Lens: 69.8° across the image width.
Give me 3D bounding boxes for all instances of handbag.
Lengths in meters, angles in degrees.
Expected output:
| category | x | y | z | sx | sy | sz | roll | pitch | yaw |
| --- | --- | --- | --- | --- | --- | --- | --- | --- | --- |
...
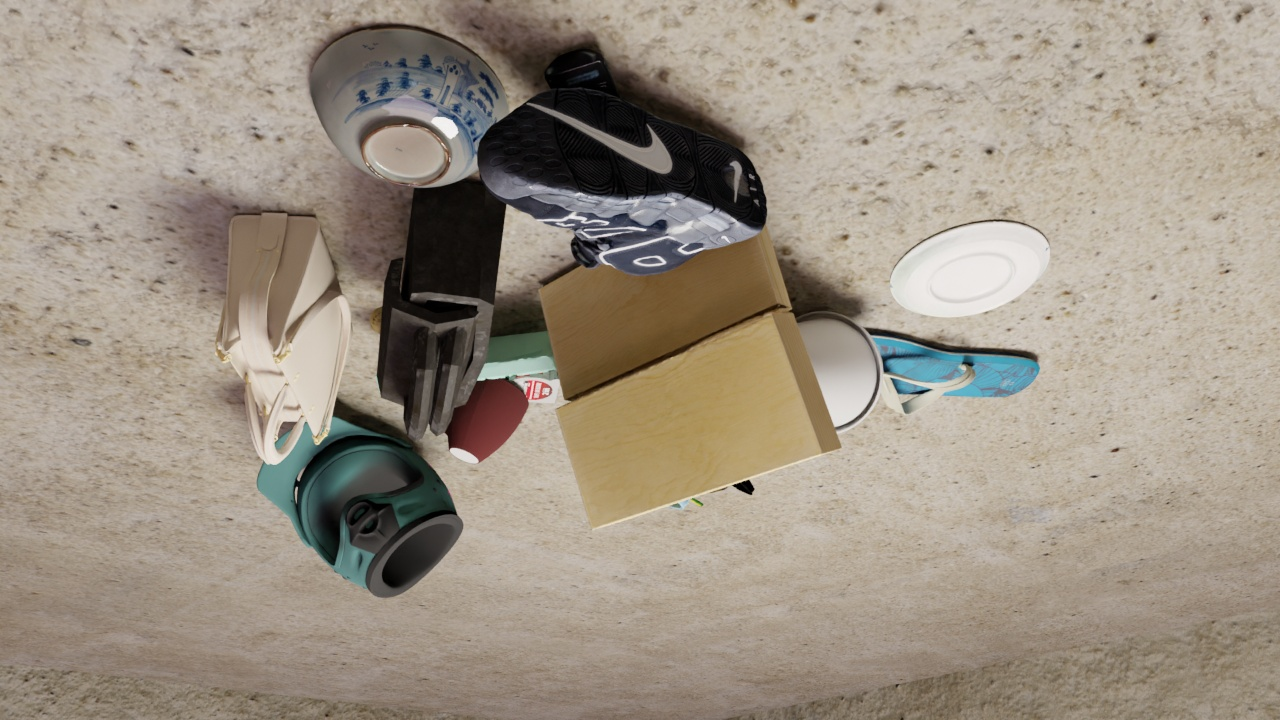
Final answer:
| category | x | y | z | sx | sy | sz | roll | pitch | yaw |
| --- | --- | --- | --- | --- | --- | --- | --- | --- | --- |
| handbag | -0.187 | -0.025 | 0.813 | 0.102 | 0.199 | 0.198 | 7 | 147 | -15 |
| handbag | -0.329 | -0.002 | 0.841 | 0.101 | 0.197 | 0.195 | 1 | 150 | -6 |

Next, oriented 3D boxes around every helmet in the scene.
| category | x | y | z | sx | sy | sz | roll | pitch | yaw |
| --- | --- | --- | --- | --- | --- | --- | --- | --- | --- |
| helmet | -0.346 | 0.174 | 1.139 | 0.176 | 0.200 | 0.275 | -46 | 167 | -11 |

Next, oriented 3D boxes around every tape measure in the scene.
| category | x | y | z | sx | sy | sz | roll | pitch | yaw |
| --- | --- | --- | --- | --- | --- | --- | --- | --- | --- |
| tape measure | -0.125 | 0.026 | 1.077 | 0.062 | 0.020 | 0.060 | 4 | 149 | -10 |

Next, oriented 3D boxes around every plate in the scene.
| category | x | y | z | sx | sy | sz | roll | pitch | yaw |
| --- | --- | --- | --- | --- | --- | --- | --- | --- | --- |
| plate | 0.333 | -0.086 | 0.929 | 0.157 | 0.014 | 0.157 | -1 | 149 | -1 |

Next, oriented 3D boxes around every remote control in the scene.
| category | x | y | z | sx | sy | sz | roll | pitch | yaw |
| --- | --- | --- | --- | --- | --- | --- | --- | --- | --- |
| remote control | -0.031 | -0.188 | 0.724 | 0.045 | 0.021 | 0.140 | -13 | 152 | 11 |

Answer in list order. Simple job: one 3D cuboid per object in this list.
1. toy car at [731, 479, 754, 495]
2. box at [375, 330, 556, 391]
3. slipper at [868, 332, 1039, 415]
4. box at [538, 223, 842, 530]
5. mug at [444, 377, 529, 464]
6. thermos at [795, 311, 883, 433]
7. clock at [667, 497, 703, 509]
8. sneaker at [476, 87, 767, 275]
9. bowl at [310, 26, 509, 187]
| category | x | y | z | sx | sy | sz | roll | pitch | yaw |
| --- | --- | --- | --- | --- | --- | --- | --- | --- | --- |
| toy car | 0.092 | 0.098 | 1.158 | 0.094 | 0.071 | 0.191 | 24 | 169 | 34 |
| box | -0.171 | -0.002 | 0.977 | 0.187 | 0.052 | 0.138 | -7 | -168 | 5 |
| slipper | 0.332 | 0.026 | 1.077 | 0.294 | 0.060 | 0.118 | 5 | 152 | -13 |
| box | 0.028 | 0.002 | 0.832 | 0.248 | 0.253 | 0.068 | -24 | 159 | 32 |
| mug | -0.198 | 0.069 | 1.063 | 0.114 | 0.088 | 0.087 | 12 | 151 | 17 |
| thermos | 0.147 | 0.017 | 0.911 | 0.132 | 0.131 | 0.221 | -25 | 168 | 33 |
| clock | 0.010 | 0.143 | 1.221 | 0.162 | 0.060 | 0.118 | 19 | 162 | 25 |
| sneaker | -0.034 | -0.123 | 0.729 | 0.252 | 0.097 | 0.151 | 5 | 154 | -37 |
| bowl | -0.176 | -0.175 | 0.698 | 0.151 | 0.056 | 0.151 | -2 | 149 | -1 |
